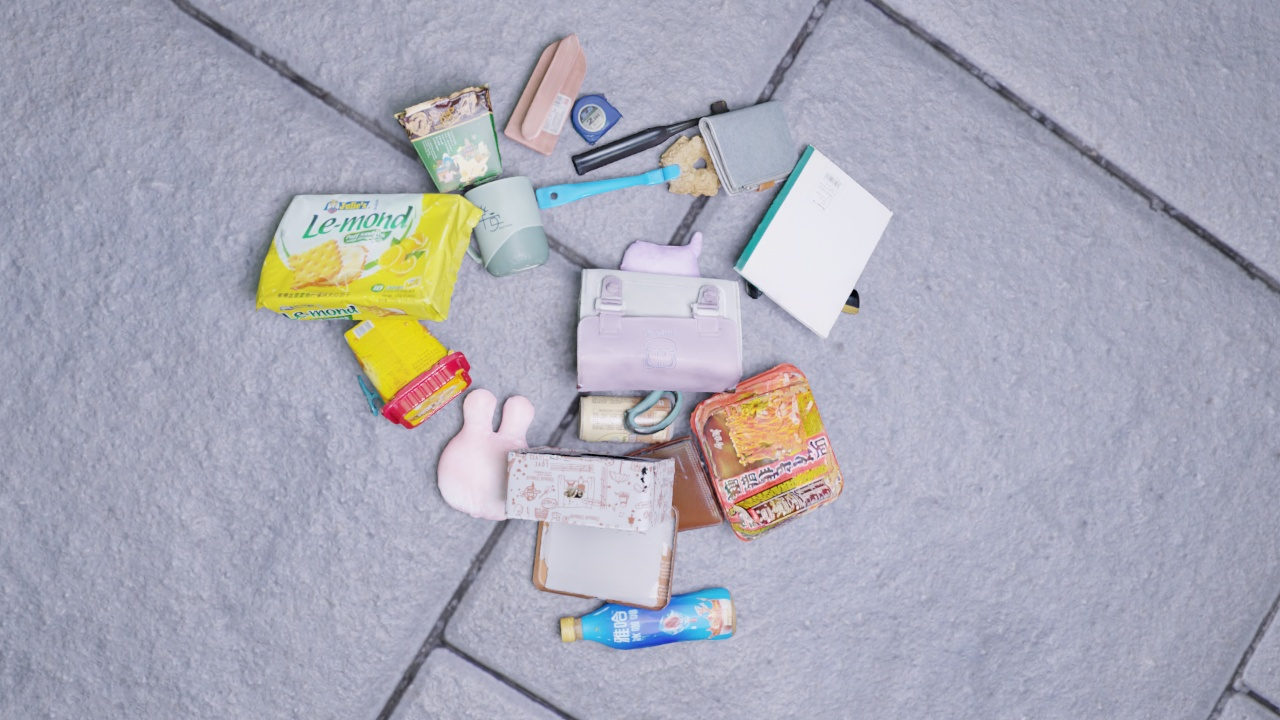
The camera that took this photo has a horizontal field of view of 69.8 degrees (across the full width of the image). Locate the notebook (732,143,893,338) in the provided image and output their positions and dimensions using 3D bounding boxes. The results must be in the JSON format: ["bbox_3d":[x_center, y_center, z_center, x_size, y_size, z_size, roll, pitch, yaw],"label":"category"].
[{"bbox_3d":[0.223,-0.153,1.162,0.150,0.012,0.208,36,71,-12],"label":"notebook"}]

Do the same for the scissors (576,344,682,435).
[{"bbox_3d":[-0.006,0.007,1.149,0.181,0.019,0.169,27,60,8],"label":"scissors"}]

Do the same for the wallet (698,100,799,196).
[{"bbox_3d":[0.140,-0.265,1.156,0.129,0.037,0.106,-23,96,-35],"label":"wallet"}]

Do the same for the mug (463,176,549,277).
[{"bbox_3d":[-0.173,-0.158,1.124,0.112,0.082,0.106,-14,94,24],"label":"mug"}]

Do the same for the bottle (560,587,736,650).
[{"bbox_3d":[0.009,0.329,1.159,0.218,0.065,0.065,-4,92,-6],"label":"bottle"}]

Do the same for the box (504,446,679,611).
[{"bbox_3d":[-0.060,0.199,1.076,0.181,0.157,0.197,6,90,15],"label":"box"}]

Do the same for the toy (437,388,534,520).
[{"bbox_3d":[-0.184,0.117,1.136,0.121,0.054,0.159,13,90,-14],"label":"toy"}]

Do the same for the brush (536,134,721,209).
[{"bbox_3d":[-0.005,-0.228,1.149,0.254,0.046,0.083,-14,97,-12],"label":"brush"}]

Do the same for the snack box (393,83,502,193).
[{"bbox_3d":[-0.221,-0.262,1.104,0.118,0.117,0.105,-19,105,-3],"label":"snack box"}]

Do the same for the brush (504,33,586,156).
[{"bbox_3d":[-0.110,-0.328,1.126,0.063,0.073,0.145,25,87,-6],"label":"brush"}]

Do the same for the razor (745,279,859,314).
[{"bbox_3d":[0.207,-0.094,1.184,0.167,0.062,0.068,17,119,-12],"label":"razor"}]

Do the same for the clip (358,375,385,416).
[{"bbox_3d":[-0.332,0.042,1.138,0.045,0.014,0.057,-22,92,-7],"label":"clip"}]

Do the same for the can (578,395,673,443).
[{"bbox_3d":[-0.019,0.074,1.152,0.116,0.058,0.058,3,91,-7],"label":"can"}]

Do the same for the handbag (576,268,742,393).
[{"bbox_3d":[0.020,-0.033,1.111,0.197,0.099,0.144,3,58,-6],"label":"handbag"}]

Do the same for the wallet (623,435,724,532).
[{"bbox_3d":[0.039,0.160,1.147,0.101,0.032,0.124,-18,106,17],"label":"wallet"}]

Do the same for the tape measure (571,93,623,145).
[{"bbox_3d":[-0.059,-0.306,1.156,0.058,0.025,0.054,-45,94,-8],"label":"tape measure"}]

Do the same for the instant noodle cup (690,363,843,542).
[{"bbox_3d":[0.152,0.113,1.155,0.164,0.079,0.189,-21,95,-16],"label":"instant noodle cup"}]

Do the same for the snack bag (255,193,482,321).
[{"bbox_3d":[-0.316,-0.115,1.064,0.247,0.068,0.157,2,60,11],"label":"snack bag"}]

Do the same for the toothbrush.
[{"bbox_3d":[0.015,-0.285,1.165,0.212,0.026,0.027,-23,106,-6],"label":"toothbrush"}]

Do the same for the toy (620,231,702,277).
[{"bbox_3d":[0.028,-0.122,1.163,0.108,0.039,0.084,0,91,-4],"label":"toy"}]

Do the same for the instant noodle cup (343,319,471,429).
[{"bbox_3d":[-0.281,0.002,1.098,0.116,0.116,0.123,-39,83,-10],"label":"instant noodle cup"}]
